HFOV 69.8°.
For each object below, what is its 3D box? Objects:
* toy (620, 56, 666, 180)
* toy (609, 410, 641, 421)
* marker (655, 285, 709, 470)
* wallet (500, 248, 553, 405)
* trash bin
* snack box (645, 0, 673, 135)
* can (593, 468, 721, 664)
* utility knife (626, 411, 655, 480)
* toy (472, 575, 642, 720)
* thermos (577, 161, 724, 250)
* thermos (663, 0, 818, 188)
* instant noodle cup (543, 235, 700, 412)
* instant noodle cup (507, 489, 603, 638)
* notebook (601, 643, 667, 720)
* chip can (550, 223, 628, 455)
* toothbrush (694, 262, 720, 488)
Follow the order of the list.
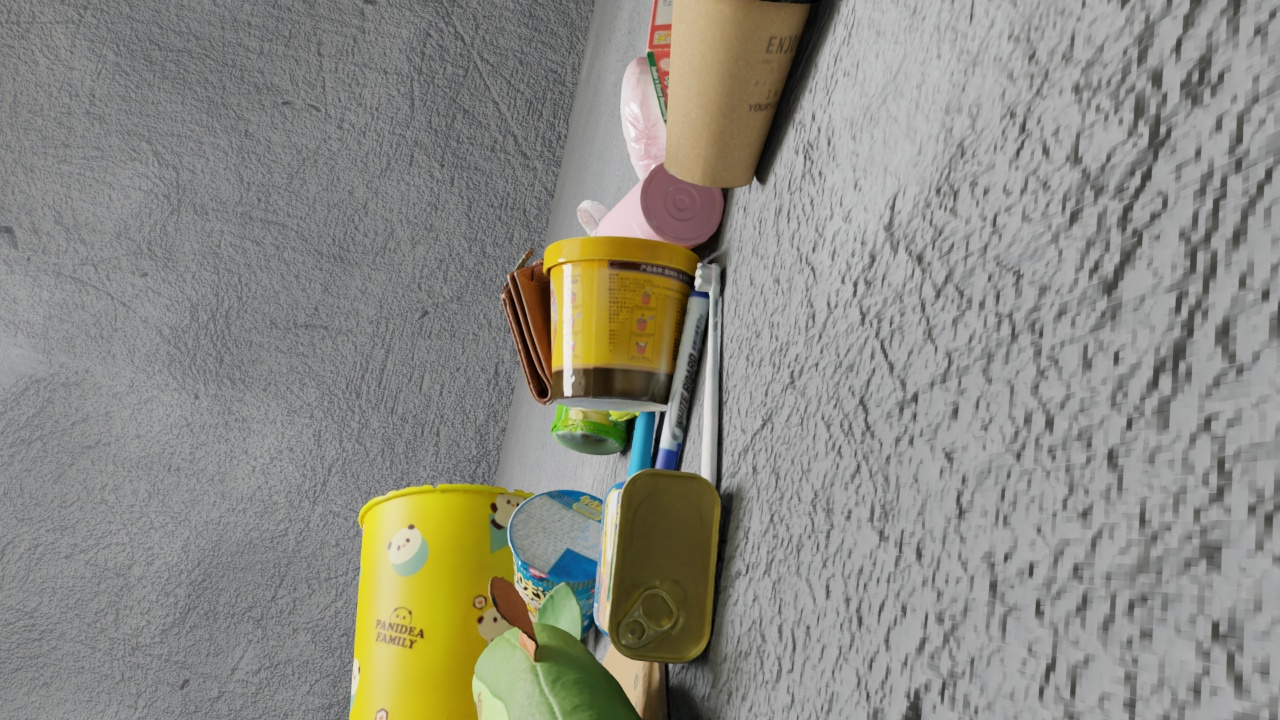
[{"bbox_3d":[0.019,-0.210,0.799,0.159,0.054,0.121,-72,-28,-52],"label":"toy"},{"bbox_3d":[-0.005,0.005,0.793,0.100,0.031,0.097,-67,25,8],"label":"toy"},{"bbox_3d":[0.029,0.019,0.645,0.017,0.017,0.145,168,114,-79],"label":"marker"},{"bbox_3d":[-0.069,-0.037,0.751,0.130,0.035,0.119,-39,-61,-66],"label":"wallet"},{"bbox_3d":[-0.170,0.279,0.881,0.230,0.229,0.254,118,156,-56],"label":"trash bin"},{"bbox_3d":[0.033,-0.202,0.680,0.156,0.027,0.076,66,-152,-62],"label":"snack box"},{"bbox_3d":[0.006,0.117,0.532,0.083,0.057,0.102,138,139,-76],"label":"can"},{"bbox_3d":[0.001,0.075,0.719,0.034,0.018,0.217,129,150,-69],"label":"utility knife"},{"bbox_3d":[-0.035,0.215,0.485,0.247,0.089,0.227,-159,53,-67],"label":"toy"},{"bbox_3d":[-0.002,-0.114,0.755,0.067,0.087,0.199,-44,9,-14],"label":"thermos"},{"bbox_3d":[0.056,-0.185,0.569,0.093,0.093,0.143,-95,12,-59],"label":"thermos"},{"bbox_3d":[-0.016,-0.022,0.684,0.119,0.118,0.114,147,126,-75],"label":"instant noodle cup"},{"bbox_3d":[-0.068,0.182,0.780,0.099,0.099,0.110,-90,9,-51],"label":"instant noodle cup"},{"bbox_3d":[-0.016,0.252,0.637,0.147,0.008,0.208,-90,17,-52],"label":"notebook"},{"bbox_3d":[-0.033,-0.021,0.869,0.073,0.072,0.221,129,151,-68],"label":"chip can"},{"bbox_3d":[0.042,0.006,0.588,0.016,0.016,0.179,104,171,-55],"label":"toothbrush"}]
